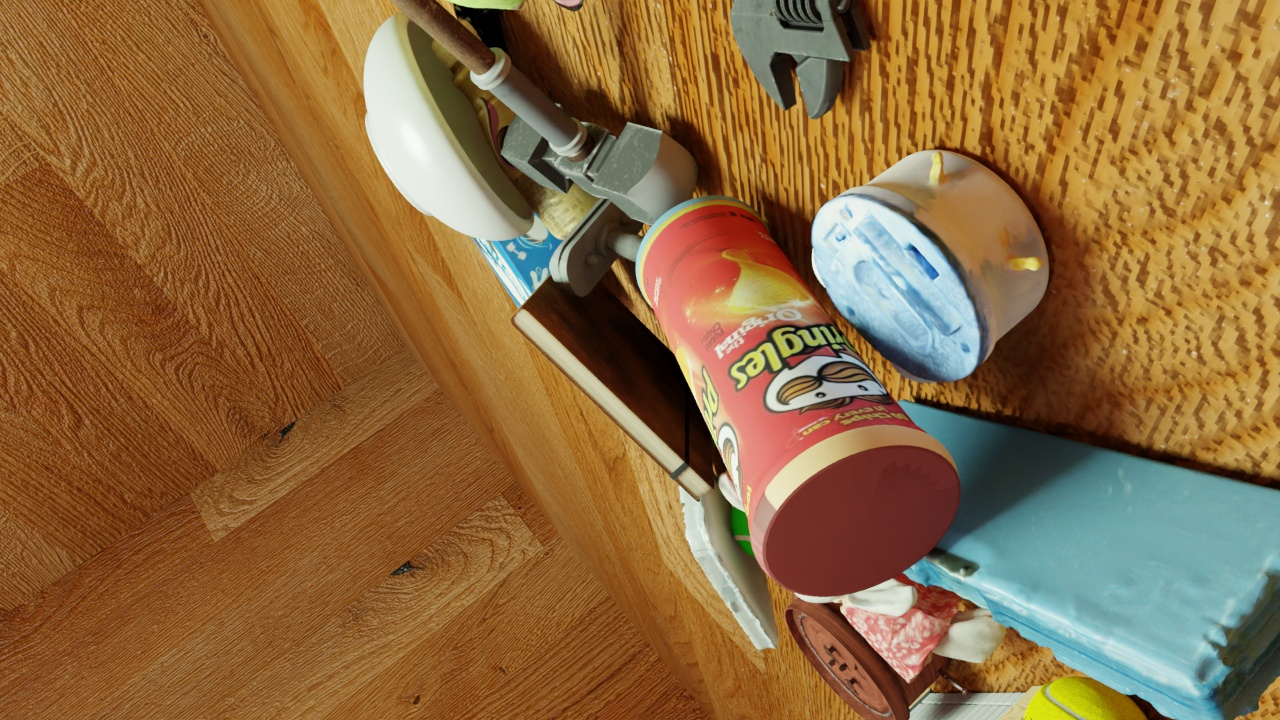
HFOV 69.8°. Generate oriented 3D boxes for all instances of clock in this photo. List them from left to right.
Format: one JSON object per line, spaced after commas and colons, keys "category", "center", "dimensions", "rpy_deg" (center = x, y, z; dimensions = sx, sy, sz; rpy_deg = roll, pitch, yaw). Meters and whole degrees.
{"category": "clock", "center": [0.172, 0.214, 0.720], "dimensions": [0.120, 0.072, 0.158], "rpy_deg": [56, 164, -9]}
{"category": "clock", "center": [0.115, -0.035, 0.388], "dimensions": [0.089, 0.052, 0.125], "rpy_deg": [51, 165, 8]}

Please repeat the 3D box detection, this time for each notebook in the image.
{"category": "notebook", "center": [-0.005, 0.003, 0.670], "dimensions": [0.178, 0.014, 0.249], "rpy_deg": [44, -168, -8]}

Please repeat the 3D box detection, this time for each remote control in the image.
{"category": "remote control", "center": [-0.116, -0.233, 0.704], "dimensions": [0.047, 0.022, 0.150], "rpy_deg": [49, 166, 17]}

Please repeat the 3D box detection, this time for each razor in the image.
{"category": "razor", "center": [0.011, -0.071, 0.611], "dimensions": [0.116, 0.088, 0.047], "rpy_deg": [21, 149, 29]}

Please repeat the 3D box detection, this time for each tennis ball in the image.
{"category": "tennis ball", "center": [0.106, 0.130, 0.746], "dimensions": [0.065, 0.065, 0.065], "rpy_deg": [49, 164, 19]}
{"category": "tennis ball", "center": [0.244, 0.208, 0.502], "dimensions": [0.065, 0.065, 0.065], "rpy_deg": [49, 164, 19]}

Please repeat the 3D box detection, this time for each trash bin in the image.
{"category": "trash bin", "center": [0.239, 0.339, 0.655], "dimensions": [0.142, 0.142, 0.247], "rpy_deg": [50, 164, 13]}

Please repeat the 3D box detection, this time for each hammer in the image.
{"category": "hammer", "center": [-0.103, -0.174, 0.473], "dimensions": [0.156, 0.043, 0.322], "rpy_deg": [27, 176, 41]}

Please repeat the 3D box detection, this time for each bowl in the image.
{"category": "bowl", "center": [-0.150, -0.159, 0.675], "dimensions": [0.176, 0.066, 0.176], "rpy_deg": [59, -170, -18]}

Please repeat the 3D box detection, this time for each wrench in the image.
{"category": "wrench", "center": [0.052, -0.193, 0.303], "dimensions": [0.073, 0.018, 0.274], "rpy_deg": [44, 161, 32]}

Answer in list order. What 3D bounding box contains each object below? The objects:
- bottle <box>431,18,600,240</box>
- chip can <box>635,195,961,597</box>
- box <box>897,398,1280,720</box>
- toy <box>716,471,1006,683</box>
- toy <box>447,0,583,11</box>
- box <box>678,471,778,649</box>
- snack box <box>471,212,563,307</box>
{"category": "bottle", "center": [-0.086, -0.167, 0.661], "dimensions": [0.166, 0.059, 0.060], "rpy_deg": [52, 166, -10]}
{"category": "chip can", "center": [0.062, 0.004, 0.443], "dimensions": [0.213, 0.087, 0.087], "rpy_deg": [-112, -1, -51]}
{"category": "box", "center": [0.185, 0.098, 0.407], "dimensions": [0.111, 0.094, 0.232], "rpy_deg": [55, 165, -18]}
{"category": "toy", "center": [0.139, 0.128, 0.594], "dimensions": [0.194, 0.084, 0.159], "rpy_deg": [37, -167, 22]}
{"category": "toy", "center": [-0.106, -0.263, 0.469], "dimensions": [0.150, 0.107, 0.197], "rpy_deg": [32, 146, 48]}
{"category": "box", "center": [0.069, 0.138, 0.814], "dimensions": [0.191, 0.045, 0.209], "rpy_deg": [-105, -11, -47]}
{"category": "snack box", "center": [-0.128, -0.130, 0.866], "dimensions": [0.239, 0.056, 0.195], "rpy_deg": [58, 171, -12]}
